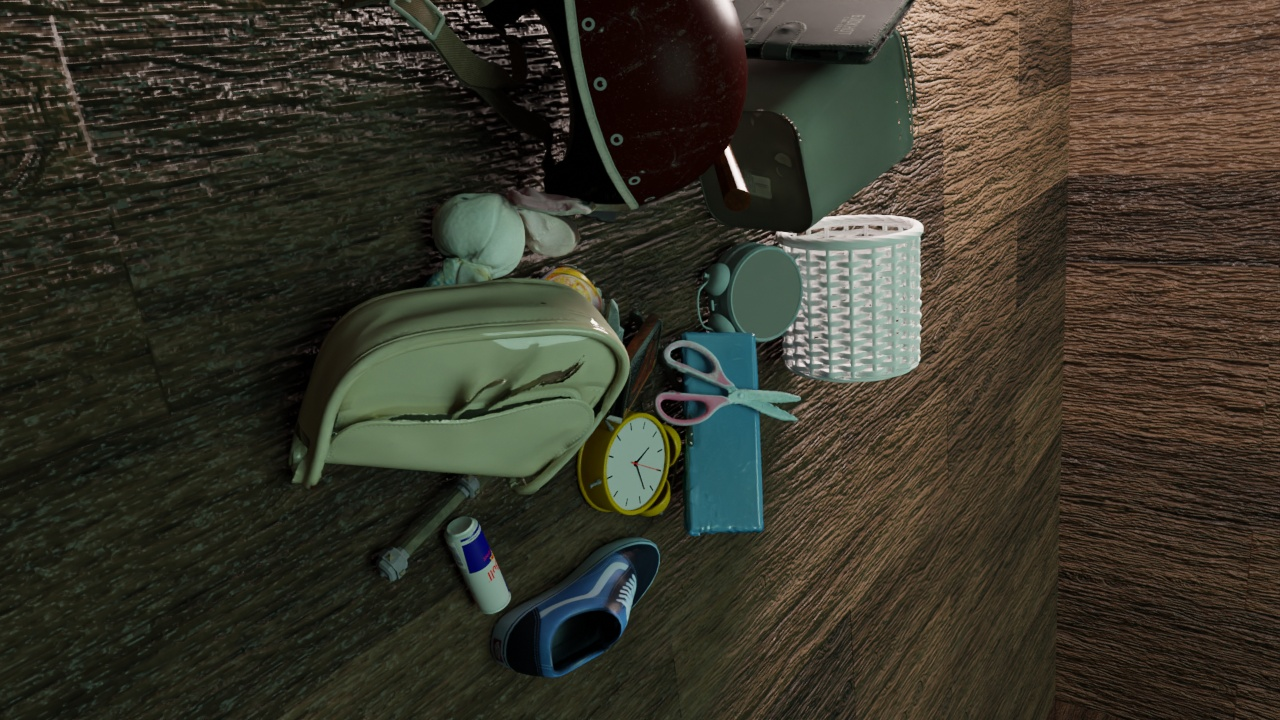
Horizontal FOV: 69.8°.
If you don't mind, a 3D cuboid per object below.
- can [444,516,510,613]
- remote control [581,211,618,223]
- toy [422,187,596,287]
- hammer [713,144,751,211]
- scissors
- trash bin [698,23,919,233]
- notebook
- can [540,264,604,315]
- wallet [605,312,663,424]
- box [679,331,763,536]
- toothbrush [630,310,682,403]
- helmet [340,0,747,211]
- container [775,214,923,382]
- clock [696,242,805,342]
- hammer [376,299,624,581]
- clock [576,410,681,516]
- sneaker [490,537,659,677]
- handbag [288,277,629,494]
[{"bbox_3d":[-0.148,0.185,0.832,0.032,0.032,0.095,-45,129,-40],"label":"can"},{"bbox_3d":[-0.035,-0.202,0.928,0.046,0.009,0.124,14,83,-24],"label":"remote control"},{"bbox_3d":[-0.145,-0.078,0.770,0.105,0.131,0.205,43,77,1],"label":"toy"},{"bbox_3d":[0.060,-0.267,0.911,0.111,0.028,0.300,40,30,-52],"label":"hammer"},{"bbox_3d":[0.103,0.022,1.038,0.016,0.179,0.108,120,-29,-75],"label":"scissors"},{"bbox_3d":[0.187,-0.274,1.088,0.219,0.198,0.198,-44,130,-33],"label":"trash bin"},{"bbox_3d":[0.186,-0.385,1.042,0.169,0.209,0.029,-54,141,-35],"label":"notebook"},{"bbox_3d":[-0.089,-0.036,0.847,0.104,0.068,0.068,-46,130,-40],"label":"can"},{"bbox_3d":[-0.006,0.006,0.960,0.122,0.019,0.072,-58,163,-56],"label":"wallet"},{"bbox_3d":[0.088,0.089,1.088,0.110,0.094,0.231,125,-37,-78],"label":"box"},{"bbox_3d":[0.027,0.001,1.054,0.167,0.013,0.013,57,43,-41],"label":"toothbrush"},{"bbox_3d":[-0.041,-0.244,0.769,0.233,0.254,0.233,-62,141,-50],"label":"helmet"},{"bbox_3d":[0.281,-0.088,1.235,0.188,0.190,0.187,-26,117,-49],"label":"container"},{"bbox_3d":[0.134,-0.081,1.134,0.159,0.045,0.122,-17,109,-30],"label":"clock"},{"bbox_3d":[-0.118,0.072,0.822,0.315,0.028,0.147,-48,166,-29],"label":"hammer"},{"bbox_3d":[-0.007,0.113,0.996,0.151,0.052,0.113,23,77,-49],"label":"clock"},{"bbox_3d":[-0.034,0.258,0.940,0.240,0.098,0.083,-21,112,-50],"label":"sneaker"},{"bbox_3d":[-0.126,0.036,0.685,0.228,0.132,0.184,9,114,-30],"label":"handbag"}]
